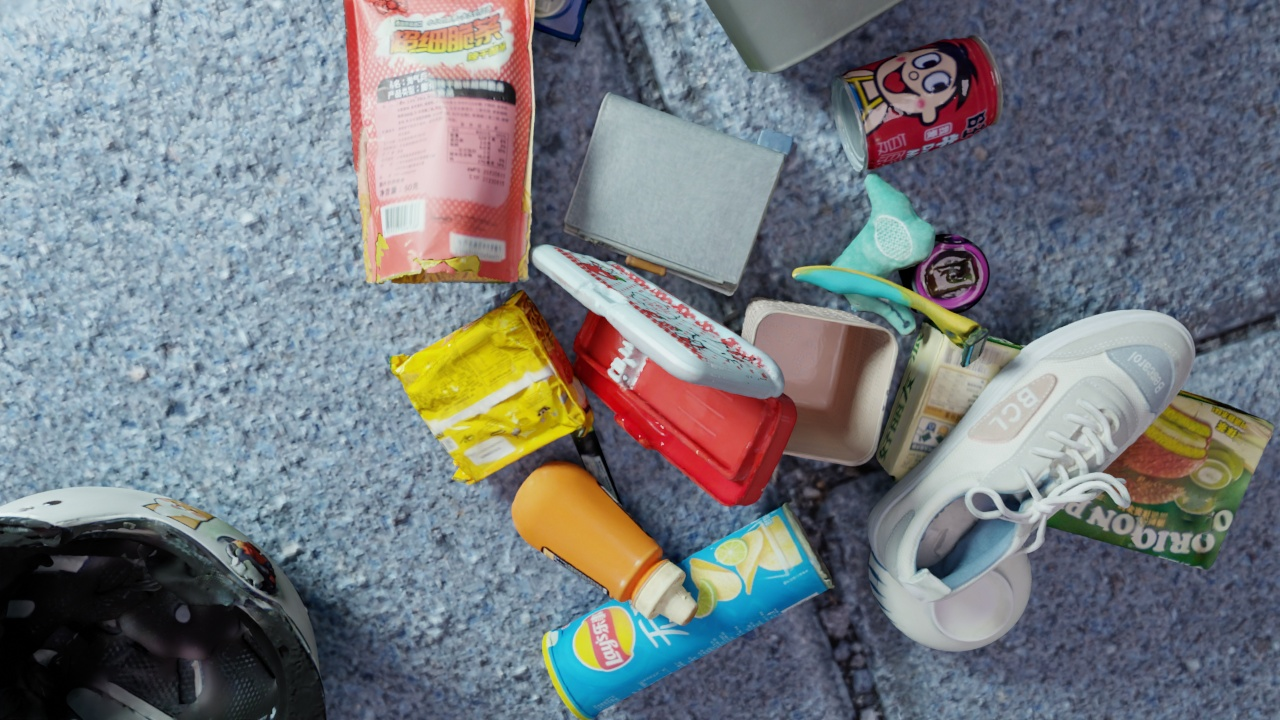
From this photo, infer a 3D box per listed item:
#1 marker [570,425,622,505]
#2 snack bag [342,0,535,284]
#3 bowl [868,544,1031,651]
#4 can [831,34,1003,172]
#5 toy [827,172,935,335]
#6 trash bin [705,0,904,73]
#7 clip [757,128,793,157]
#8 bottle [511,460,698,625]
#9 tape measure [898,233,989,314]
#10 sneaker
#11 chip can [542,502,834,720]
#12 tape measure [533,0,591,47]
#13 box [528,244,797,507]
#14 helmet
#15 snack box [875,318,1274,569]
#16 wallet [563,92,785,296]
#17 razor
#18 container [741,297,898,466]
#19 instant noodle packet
[{"bbox_3d":[-0.038,0.065,0.683,0.018,0.015,0.124,-19,104,6],"label":"marker"},{"bbox_3d":[-0.128,-0.153,0.592,0.128,0.073,0.208,-2,92,3],"label":"snack bag"},{"bbox_3d":[0.232,0.163,0.673,0.116,0.066,0.116,0,102,1],"label":"bowl"},{"bbox_3d":[0.180,-0.169,0.602,0.094,0.066,0.066,-17,101,4],"label":"can"},{"bbox_3d":[0.165,-0.066,0.625,0.096,0.030,0.092,50,135,12],"label":"toy"},{"bbox_3d":[0.084,-0.301,0.521,0.199,0.198,0.220,-29,107,8],"label":"trash bin"},{"bbox_3d":[0.086,-0.131,0.636,0.026,0.037,0.058,20,102,-6],"label":"clip"},{"bbox_3d":[-0.021,0.133,0.647,0.149,0.066,0.067,36,101,20],"label":"bottle"},{"bbox_3d":[0.212,-0.060,0.639,0.058,0.039,0.057,-19,101,5],"label":"tape measure"},{"bbox_3d":[0.248,0.061,0.574,0.242,0.090,0.089,-43,98,9],"label":"sneaker"},{"bbox_3d":[0.034,0.185,0.679,0.210,0.071,0.071,-31,100,6],"label":"chip can"},{"bbox_3d":[-0.060,-0.244,0.611,0.058,0.025,0.054,18,100,-5],"label":"tape measure"},{"bbox_3d":[-0.003,0.004,0.568,0.100,0.201,0.094,13,106,-38],"label":"box"},{"bbox_3d":[-0.347,0.195,0.644,0.274,0.157,0.230,31,99,-16],"label":"helmet"},{"bbox_3d":[0.301,0.058,0.651,0.240,0.063,0.114,15,102,-3],"label":"snack box"},{"bbox_3d":[0.021,-0.111,0.630,0.130,0.037,0.107,21,101,7],"label":"wallet"},{"bbox_3d":[0.163,-0.037,0.604,0.132,0.043,0.028,26,81,21],"label":"razor"},{"bbox_3d":[0.108,0.007,0.618,0.090,0.111,0.090,9,102,-2],"label":"container"},{"bbox_3d":[-0.105,0.022,0.646,0.129,0.044,0.111,-25,100,26],"label":"instant noodle packet"}]
